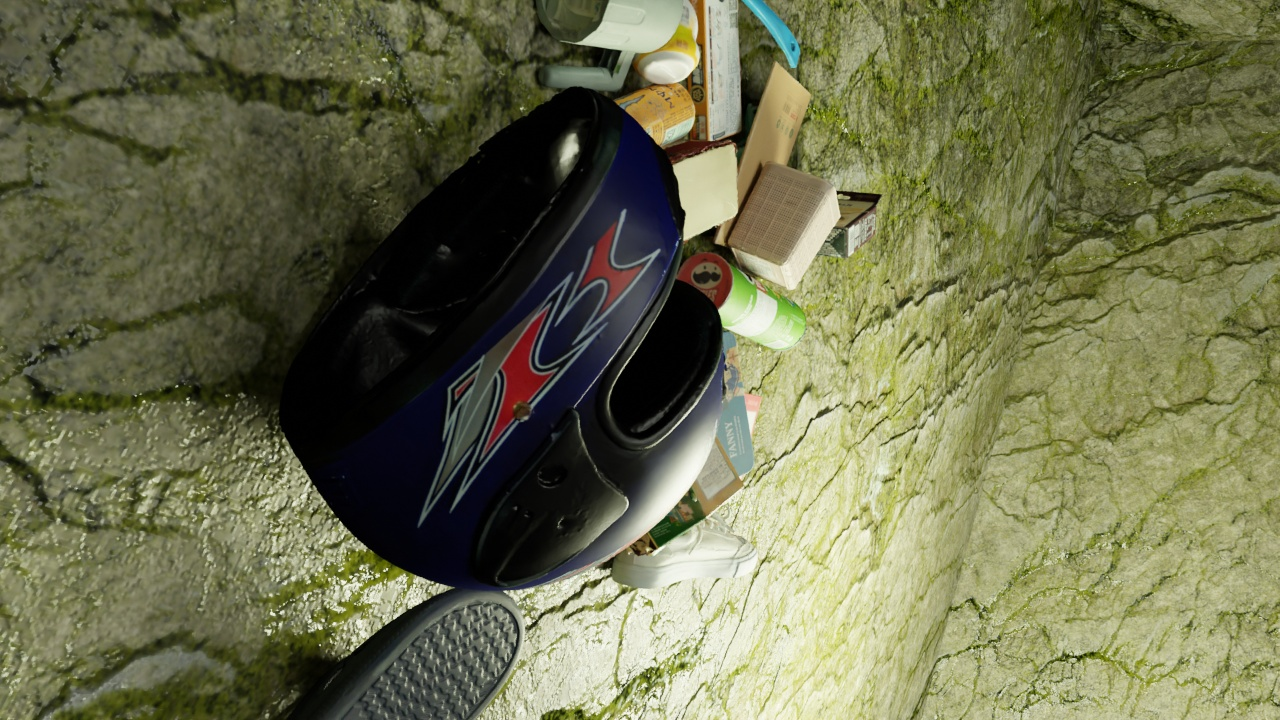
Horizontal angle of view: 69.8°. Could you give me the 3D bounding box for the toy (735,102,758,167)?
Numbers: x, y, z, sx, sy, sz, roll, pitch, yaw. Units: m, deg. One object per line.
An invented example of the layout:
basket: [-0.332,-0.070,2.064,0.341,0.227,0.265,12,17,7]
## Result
toy: [0.120,-0.245,1.063,0.091,0.030,0.097,-54,153,-39]

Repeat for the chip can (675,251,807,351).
chip can: [0.125,-0.064,1.091,0.235,0.072,0.072,18,85,-58]

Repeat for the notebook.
notebook: [0.145,-0.230,1.079,0.147,0.008,0.208,-3,113,-65]

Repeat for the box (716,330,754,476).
box: [0.068,0.057,1.008,0.089,0.059,0.184,-22,108,-27]

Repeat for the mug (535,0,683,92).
mug: [-0.033,-0.287,0.776,0.103,0.084,0.124,-20,141,-53]

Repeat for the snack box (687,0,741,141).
snack box: [0.079,-0.315,0.981,0.075,0.026,0.154,-33,127,-48]

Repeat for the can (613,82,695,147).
can: [-0.009,-0.214,0.844,0.145,0.058,0.058,-39,131,-46]

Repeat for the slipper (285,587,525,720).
slipper: [-0.207,0.259,0.677,0.267,0.083,0.111,-44,128,-18]

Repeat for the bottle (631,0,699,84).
bottle: [0.021,-0.315,0.850,0.063,0.063,0.108,19,65,-58]

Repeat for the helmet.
helmet: [-0.061,0.010,0.608,0.316,0.247,0.240,-42,124,14]

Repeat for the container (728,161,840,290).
container: [0.164,-0.153,1.067,0.110,0.090,0.090,-60,156,-10]

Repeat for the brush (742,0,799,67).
brush: [0.092,-0.380,0.919,0.254,0.046,0.083,32,65,-40]

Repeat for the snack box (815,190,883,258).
snack box: [0.240,-0.180,1.195,0.125,0.113,0.053,-34,128,-48]

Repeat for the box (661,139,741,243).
box: [0.038,-0.164,0.914,0.167,0.080,0.091,-32,125,-49]

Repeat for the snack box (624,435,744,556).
snack box: [0.035,0.124,0.932,0.117,0.106,0.118,-28,89,-52]

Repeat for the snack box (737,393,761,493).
snack box: [0.092,0.096,1.115,0.113,0.044,0.127,14,89,-57]

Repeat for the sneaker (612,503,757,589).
sneaker: [0.057,0.205,1.065,0.241,0.090,0.090,10,87,-52]
